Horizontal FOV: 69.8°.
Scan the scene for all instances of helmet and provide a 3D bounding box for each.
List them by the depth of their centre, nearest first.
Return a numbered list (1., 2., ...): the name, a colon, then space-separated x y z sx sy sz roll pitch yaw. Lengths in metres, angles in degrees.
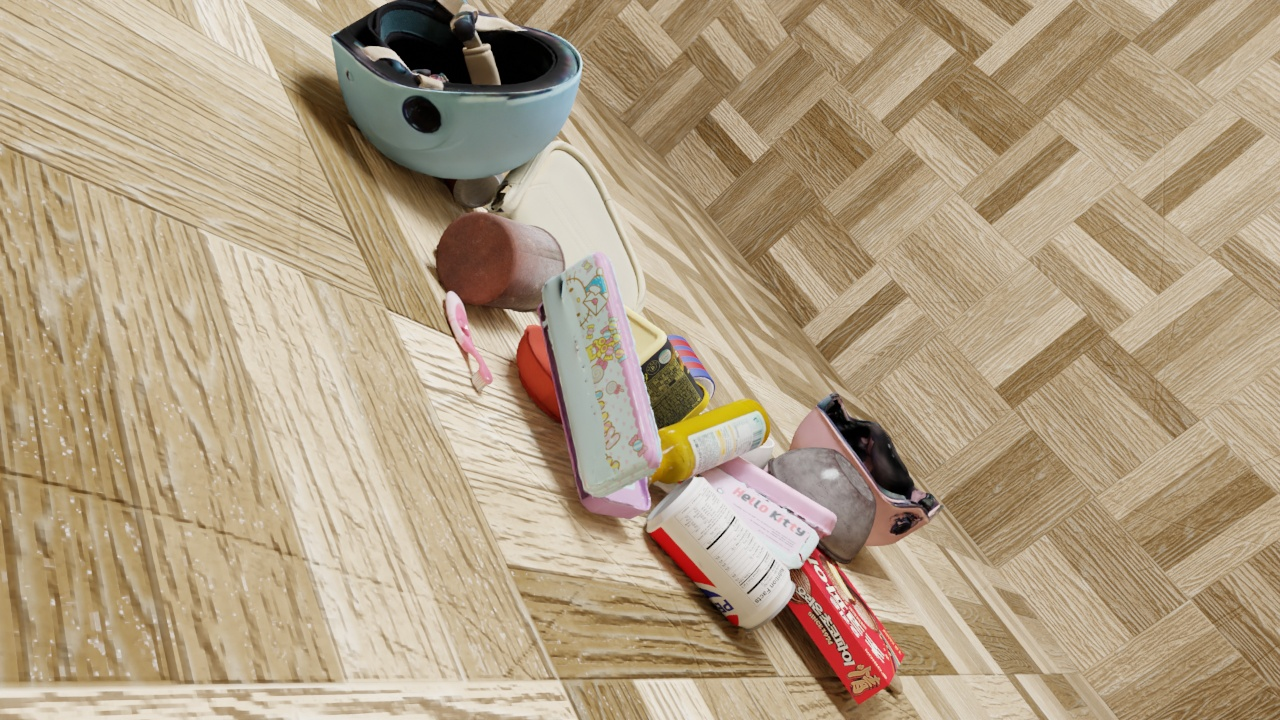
1. helmet: -0.191 -0.288 0.994 0.266 0.167 0.224 16 42 16
2. helmet: 0.306 0.173 1.345 0.255 0.153 0.230 23 31 -56

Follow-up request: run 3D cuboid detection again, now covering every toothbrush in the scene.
1. toothbrush: -0.152 -0.019 0.798 0.021 0.016 0.135 35 16 -42

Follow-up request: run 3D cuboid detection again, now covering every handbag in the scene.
1. handbag: -0.100 -0.118 1.065 0.229 0.132 0.183 55 31 -8

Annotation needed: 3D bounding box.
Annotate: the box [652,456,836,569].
1. box: 0.099 0.125 0.931 0.201 0.059 0.155 30 12 20

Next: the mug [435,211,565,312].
1. mug: -0.149 -0.099 0.898 0.123 0.096 0.110 14 0 19

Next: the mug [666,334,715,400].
1. mug: 0.046 0.031 1.150 0.076 0.075 0.112 59 -7 38

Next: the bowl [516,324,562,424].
1. bowl: -0.075 0.022 0.865 0.122 0.035 0.121 44 15 -15

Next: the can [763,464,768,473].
1. can: 0.158 0.171 1.089 0.076 0.067 0.067 46 14 -9

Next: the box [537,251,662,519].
1. box: -0.022 0.017 0.781 0.089 0.093 0.214 21 44 -47

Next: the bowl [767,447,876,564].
1. bowl: 0.216 0.151 1.039 0.145 0.067 0.144 44 18 -18

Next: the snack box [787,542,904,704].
1. snack box: 0.202 0.261 0.945 0.152 0.036 0.132 55 15 17

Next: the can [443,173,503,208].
1. can: -0.213 -0.239 1.106 0.063 0.063 0.114 27 25 -54

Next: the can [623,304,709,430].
1. can: -0.006 0.005 0.937 0.131 0.072 0.101 37 -14 50

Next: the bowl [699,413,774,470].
1. bowl: 0.102 0.105 1.086 0.105 0.054 0.104 16 11 -3

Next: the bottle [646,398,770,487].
1. bottle: 0.048 0.084 0.883 0.185 0.053 0.053 -17 61 -41

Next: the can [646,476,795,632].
1. can: 0.071 0.172 0.821 0.132 0.070 0.070 47 14 0

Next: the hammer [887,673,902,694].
1. hammer: 0.180 0.268 0.999 0.331 0.031 0.119 45 15 -20
